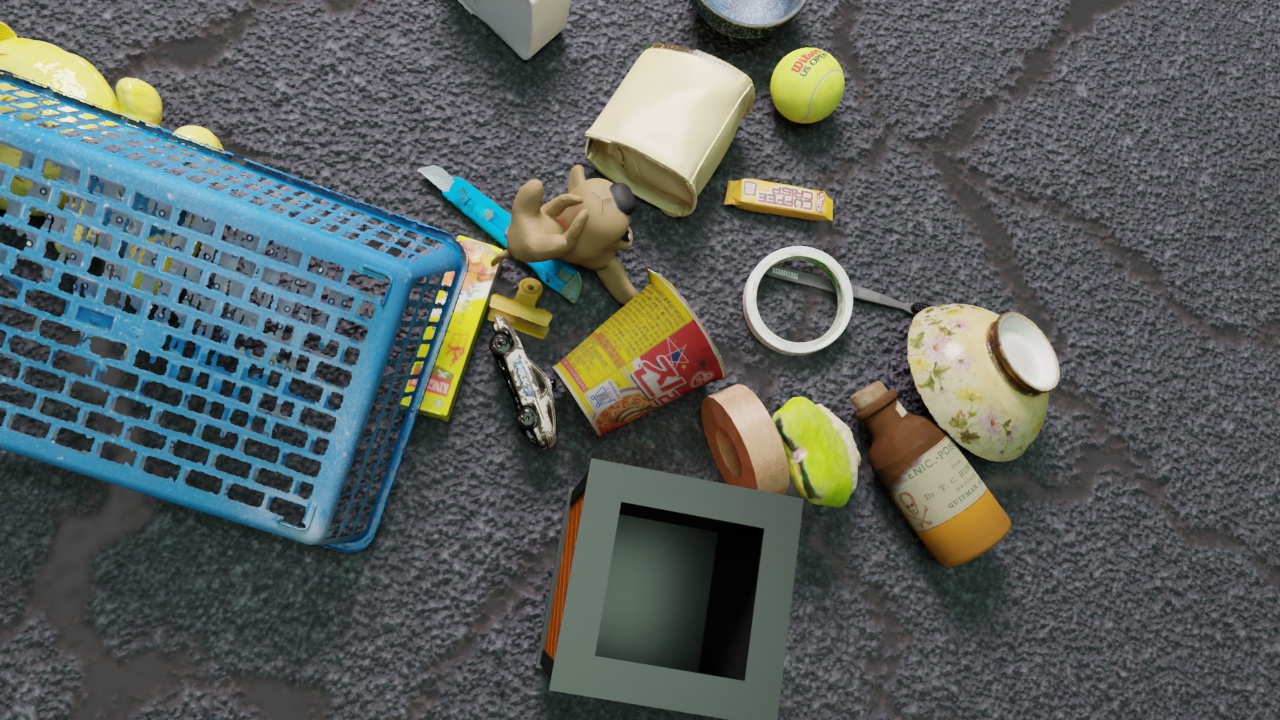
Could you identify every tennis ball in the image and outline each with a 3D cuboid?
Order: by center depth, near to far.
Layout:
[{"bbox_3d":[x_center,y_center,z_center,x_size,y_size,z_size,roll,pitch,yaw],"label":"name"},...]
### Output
[{"bbox_3d":[0.150,-0.247,0.825,0.065,0.065,0.065,2,76,-9],"label":"tennis ball"}]

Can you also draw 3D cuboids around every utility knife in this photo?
[{"bbox_3d":[-0.116,-0.111,0.776,0.175,0.015,0.031,37,59,2],"label":"utility knife"}]

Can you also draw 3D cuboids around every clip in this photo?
[{"bbox_3d":[-0.097,-0.044,0.760,0.054,0.046,0.048,18,109,-4],"label":"clip"}]

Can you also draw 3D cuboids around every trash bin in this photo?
[{"bbox_3d":[0.012,0.162,0.647,0.139,0.172,0.139,12,75,-6],"label":"trash bin"}]

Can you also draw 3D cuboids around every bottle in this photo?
[{"bbox_3d":[0.230,0.087,0.754,0.067,0.068,0.157,-33,83,-15],"label":"bottle"}]

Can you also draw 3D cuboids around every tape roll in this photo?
[{"bbox_3d":[0.081,0.067,0.722,0.027,0.094,0.094,-21,80,-14],"label":"tape roll"},{"bbox_3d":[0.136,-0.052,0.794,0.094,0.018,0.093,1,82,-4],"label":"tape roll"}]

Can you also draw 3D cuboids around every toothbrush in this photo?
[{"bbox_3d":[0.190,-0.060,0.814,0.167,0.013,0.012,14,75,-3],"label":"toothbrush"}]

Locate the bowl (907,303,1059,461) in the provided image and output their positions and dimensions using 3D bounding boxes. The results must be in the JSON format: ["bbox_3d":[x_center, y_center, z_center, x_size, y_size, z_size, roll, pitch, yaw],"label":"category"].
[{"bbox_3d":[0.296,0.005,0.759,0.145,0.063,0.145,17,56,-27],"label":"bowl"}]

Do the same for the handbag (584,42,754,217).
[{"bbox_3d":[0.025,-0.203,0.791,0.111,0.081,0.119,28,75,6],"label":"handbag"}]

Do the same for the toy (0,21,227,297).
[{"bbox_3d":[-0.422,-0.151,0.698,0.214,0.084,0.149,26,93,-1],"label":"toy"}]

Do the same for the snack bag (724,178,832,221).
[{"bbox_3d":[0.125,-0.143,0.819,0.099,0.020,0.026,9,76,-6],"label":"snack bag"}]

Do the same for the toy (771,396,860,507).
[{"bbox_3d":[0.145,0.072,0.734,0.043,0.117,0.092,-31,77,28],"label":"toy"}]

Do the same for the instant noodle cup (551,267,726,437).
[{"bbox_3d":[-0.004,0.004,0.730,0.112,0.100,0.100,-35,84,-7],"label":"instant noodle cup"}]

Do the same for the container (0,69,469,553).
[{"bbox_3d":[-0.329,-0.023,0.629,0.362,0.089,0.257,19,95,-7],"label":"container"}]

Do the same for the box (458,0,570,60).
[{"bbox_3d":[-0.101,-0.343,0.791,0.107,0.103,0.095,42,72,3],"label":"box"}]

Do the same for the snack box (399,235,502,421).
[{"bbox_3d":[-0.152,-0.026,0.742,0.040,0.029,0.147,17,74,-4],"label":"snack box"}]

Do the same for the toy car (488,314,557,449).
[{"bbox_3d":[-0.090,0.016,0.731,0.040,0.048,0.112,-21,80,-9],"label":"toy car"}]

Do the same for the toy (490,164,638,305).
[{"bbox_3d":[-0.055,-0.105,0.735,0.108,0.106,0.134,-12,75,-45],"label":"toy"}]

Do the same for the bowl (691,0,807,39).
[{"bbox_3d":[0.094,-0.340,0.842,0.114,0.061,0.114,2,77,-8],"label":"bowl"}]
